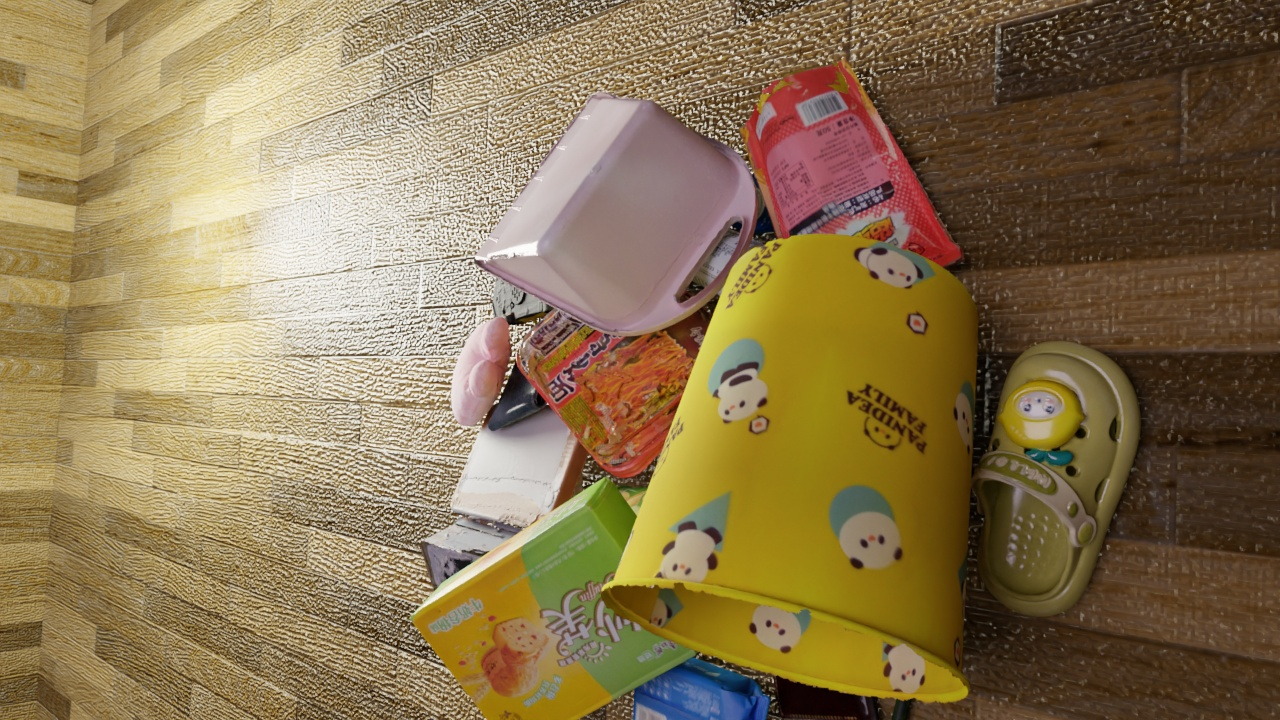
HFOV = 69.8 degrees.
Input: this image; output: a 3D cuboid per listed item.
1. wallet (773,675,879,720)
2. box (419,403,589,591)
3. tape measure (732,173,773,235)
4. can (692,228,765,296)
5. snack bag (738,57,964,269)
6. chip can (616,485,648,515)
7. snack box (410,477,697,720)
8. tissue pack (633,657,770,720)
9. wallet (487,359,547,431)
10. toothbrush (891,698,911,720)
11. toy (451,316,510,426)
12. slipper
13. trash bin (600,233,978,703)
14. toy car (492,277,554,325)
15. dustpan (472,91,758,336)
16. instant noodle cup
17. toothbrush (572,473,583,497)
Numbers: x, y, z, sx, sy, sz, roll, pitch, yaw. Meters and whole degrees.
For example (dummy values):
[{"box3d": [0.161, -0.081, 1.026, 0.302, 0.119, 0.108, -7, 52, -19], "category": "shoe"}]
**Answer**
[{"box3d": [0.143, 0.233, 0.757, 0.097, 0.020, 0.122, -19, 74, 45], "category": "wallet"}, {"box3d": [-0.132, 0.176, 0.943, 0.179, 0.124, 0.274, 1, 85, 47], "category": "box"}, {"box3d": [0.104, -0.140, 0.823, 0.055, 0.025, 0.058, -4, 79, 44], "category": "tape measure"}, {"box3d": [0.065, -0.095, 0.832, 0.147, 0.058, 0.058, 33, 108, 40], "category": "can"}, {"box3d": [0.161, -0.136, 0.748, 0.129, 0.073, 0.207, -30, 71, 24], "category": "snack bag"}, {"box3d": [0.053, 0.144, 0.811, 0.222, 0.072, 0.072, -9, 80, 42], "category": "chip can"}, {"box3d": [-0.071, 0.223, 0.799, 0.210, 0.070, 0.157, -34, 94, 18], "category": "snack box"}, {"box3d": [0.051, 0.314, 0.809, 0.157, 0.052, 0.095, 4, 91, 46], "category": "tissue pack"}, {"box3d": [-0.115, 0.013, 0.974, 0.097, 0.019, 0.120, -24, 38, 47], "category": "wallet"}, {"box3d": [0.204, 0.253, 0.702, 0.012, 0.017, 0.186, 17, 100, 40], "category": "toothbrush"}, {"box3d": [-0.171, 0.010, 0.992, 0.160, 0.054, 0.121, 150, 134, -71], "category": "toy"}, {"box3d": [0.269, 0.082, 0.613, 0.092, 0.081, 0.190, 14, 98, 40], "category": "slipper"}, {"box3d": [0.118, 0.070, 0.622, 0.230, 0.229, 0.254, -7, 57, 42], "category": "trash bin"}, {"box3d": [-0.114, -0.079, 1.007, 0.156, 0.041, 0.071, -13, 78, 50], "category": "toy car"}, {"box3d": [-0.021, -0.130, 0.862, 0.222, 0.139, 0.273, -54, 22, -2], "category": "dustpan"}, {"box3d": [-0.005, 0.005, 0.846, 0.164, 0.079, 0.189, -43, 58, 0], "category": "instant noodle cup"}, {"box3d": [-0.072, 0.103, 0.967, 0.021, 0.029, 0.189, -5, 82, 4], "category": "toothbrush"}]
